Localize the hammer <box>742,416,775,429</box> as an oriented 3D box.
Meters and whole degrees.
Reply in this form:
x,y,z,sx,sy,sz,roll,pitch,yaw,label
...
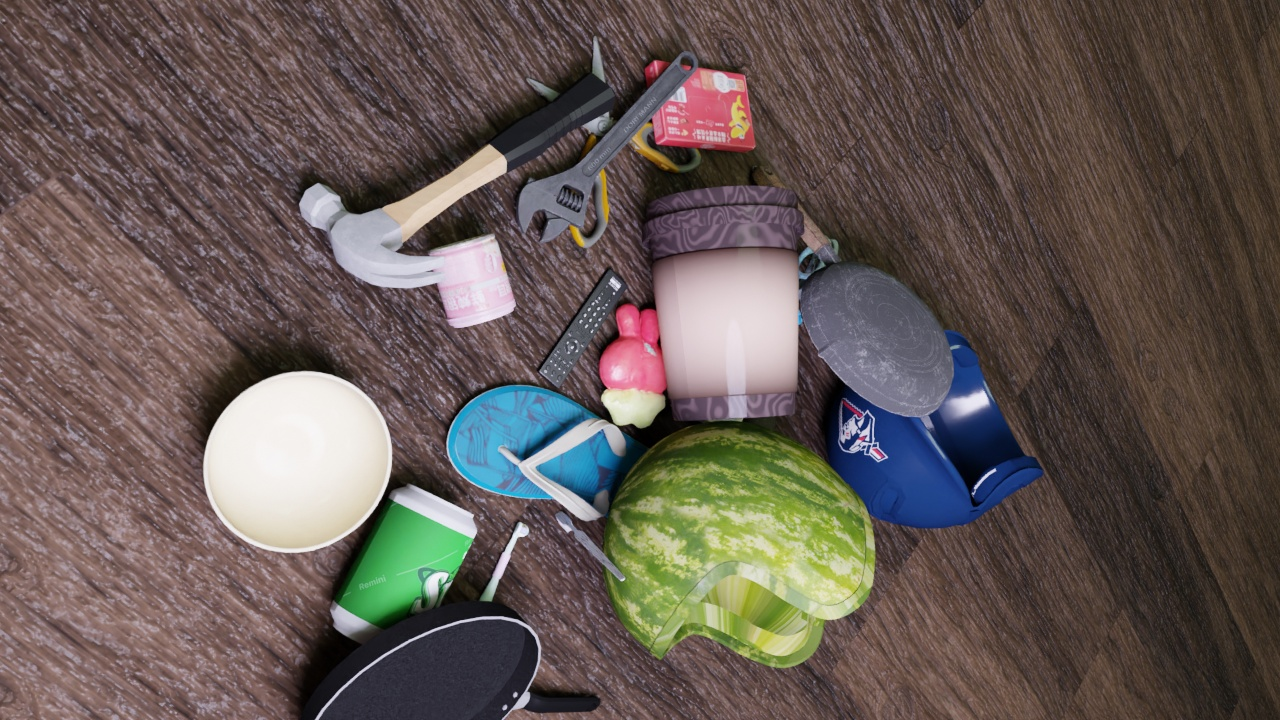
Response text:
x,y,z,sx,sy,sz,roll,pitch,yaw,label
0.147,0.124,1.089,0.176,0.080,0.326,-8,92,-33,hammer

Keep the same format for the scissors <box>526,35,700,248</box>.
x,y,z,sx,sy,sz,roll,pitch,yaw,label
-0.025,-0.231,0.985,0.229,0.016,0.225,0,91,-32,scissors

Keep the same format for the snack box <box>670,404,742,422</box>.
x,y,z,sx,sy,sz,roll,pitch,yaw,label
0.103,0.004,1.052,0.082,0.026,0.150,26,78,4,snack box

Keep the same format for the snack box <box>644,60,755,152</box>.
x,y,z,sx,sy,sz,roll,pitch,yaw,label
0.069,-0.283,1.027,0.132,0.021,0.089,-4,84,-36,snack box

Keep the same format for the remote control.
x,y,z,sx,sy,sz,roll,pitch,yaw,label
-0.060,-0.035,0.976,0.030,0.009,0.139,42,70,-28,remote control

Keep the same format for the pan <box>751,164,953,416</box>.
x,y,z,sx,sy,sz,roll,pitch,yaw,label
0.230,-0.095,1.034,0.207,0.040,0.356,-15,67,-41,pan

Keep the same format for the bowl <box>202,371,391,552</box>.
x,y,z,sx,sy,sz,roll,pitch,yaw,label
-0.298,0.082,0.787,0.150,0.075,0.151,-3,95,-33,bowl

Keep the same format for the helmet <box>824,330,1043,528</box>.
x,y,z,sx,sy,sz,roll,pitch,yaw,label
0.330,0.087,1.109,0.223,0.232,0.272,-26,141,13,helmet

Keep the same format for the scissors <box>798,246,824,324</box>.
x,y,z,sx,sy,sz,roll,pitch,yaw,label
0.160,-0.106,1.099,0.140,0.011,0.134,46,77,-11,scissors

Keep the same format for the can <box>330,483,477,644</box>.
x,y,z,sx,sy,sz,roll,pitch,yaw,label
-0.216,0.190,0.841,0.087,0.088,0.139,34,75,-30,can

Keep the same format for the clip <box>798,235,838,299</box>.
x,y,z,sx,sy,sz,roll,pitch,yaw,label
0.224,-0.052,1.153,0.164,0.032,0.165,-42,115,-24,clip

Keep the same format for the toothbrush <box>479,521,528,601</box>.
x,y,z,sx,sy,sz,roll,pitch,yaw,label
-0.152,0.236,0.929,0.154,0.015,0.022,-65,155,-13,toothbrush

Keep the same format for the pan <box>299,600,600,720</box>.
x,y,z,sx,sy,sz,roll,pitch,yaw,label
-0.158,0.323,0.881,0.225,0.034,0.356,-52,141,11,pan

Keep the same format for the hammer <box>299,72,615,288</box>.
x,y,z,sx,sy,sz,roll,pitch,yaw,label
-0.147,-0.182,0.862,0.131,0.039,0.327,40,60,14,hammer

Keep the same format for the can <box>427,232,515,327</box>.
x,y,z,sx,sy,sz,roll,pitch,yaw,label
-0.160,-0.076,0.874,0.067,0.067,0.076,-22,104,-31,can

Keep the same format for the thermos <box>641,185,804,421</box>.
x,y,z,sx,sy,sz,roll,pitch,yaw,label
0.091,-0.053,0.965,0.172,0.173,0.226,-2,87,-33,thermos

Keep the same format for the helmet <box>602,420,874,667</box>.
x,y,z,sx,sy,sz,roll,pitch,yaw,label
0.086,0.176,0.912,0.247,0.214,0.242,6,58,-5,helmet

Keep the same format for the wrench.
x,y,z,sx,sy,sz,roll,pitch,yaw,label
-0.030,-0.226,0.952,0.073,0.018,0.272,45,75,-17,wrench

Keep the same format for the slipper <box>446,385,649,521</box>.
x,y,z,sx,sy,sz,roll,pitch,yaw,label
-0.059,0.108,0.958,0.294,0.060,0.118,27,75,-32,slipper

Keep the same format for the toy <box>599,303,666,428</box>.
x,y,z,sx,sy,sz,roll,pitch,yaw,label
-0.006,0.006,0.993,0.091,0.045,0.135,4,86,-38,toy

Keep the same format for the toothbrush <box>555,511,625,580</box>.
x,y,z,sx,sy,sz,roll,pitch,yaw,label
-0.050,0.182,0.895,0.010,0.182,0.010,-28,110,-17,toothbrush
